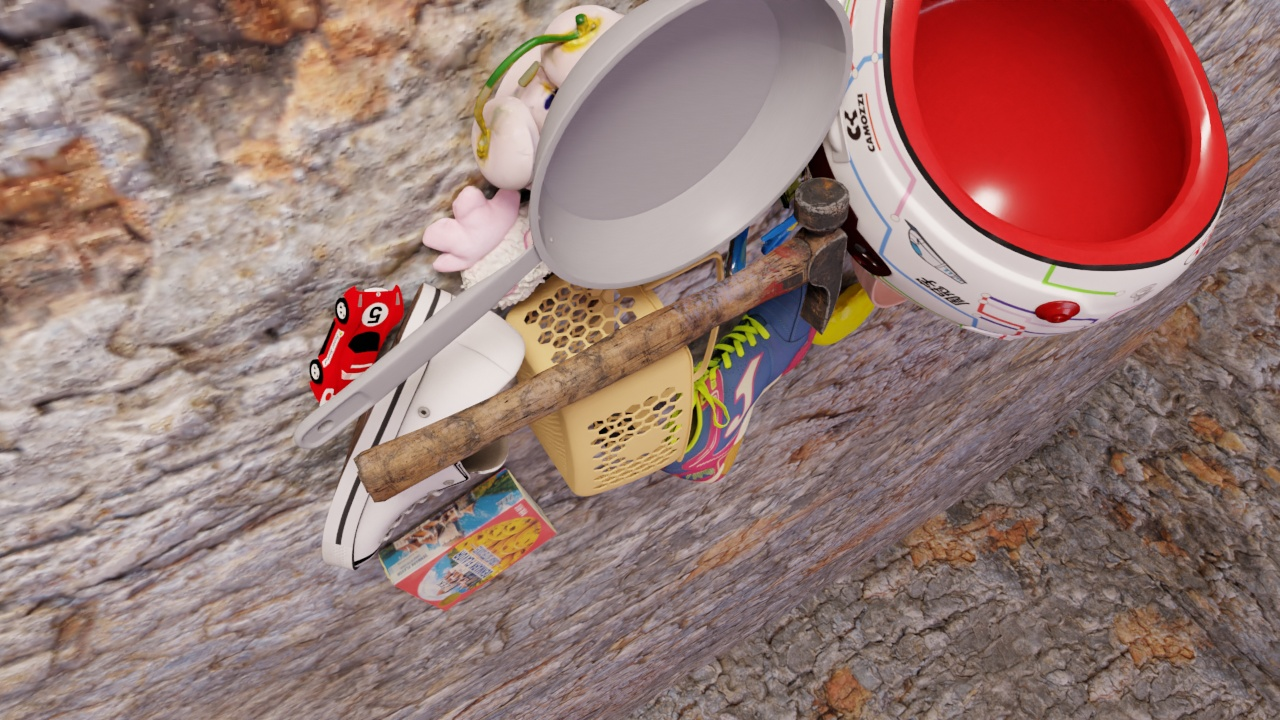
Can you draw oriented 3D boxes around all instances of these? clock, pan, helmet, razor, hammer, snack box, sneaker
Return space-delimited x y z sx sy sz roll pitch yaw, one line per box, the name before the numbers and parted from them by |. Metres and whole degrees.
clock | -0.032 -0.137 0.517 0.117 0.059 0.157 -44 153 16
pan | -0.039 -0.073 0.486 0.356 0.050 0.201 -34 155 -3
helmet | 0.230 -0.152 0.631 0.231 0.314 0.236 -54 -165 -4
razor | 0.169 -0.181 0.749 0.144 0.021 0.044 -41 155 4
hammer | -0.011 0.002 0.557 0.329 0.033 0.120 -27 141 -16
snack box | -0.166 0.181 0.911 0.145 0.040 0.143 -34 156 -7
sneaker | 0.088 0.010 0.873 0.091 0.116 0.242 20 104 -33
razor | 0.078 -0.124 0.661 0.043 0.018 0.141 7 97 -56
sneaker | -0.144 0.058 0.627 0.097 0.091 0.246 21 123 -17

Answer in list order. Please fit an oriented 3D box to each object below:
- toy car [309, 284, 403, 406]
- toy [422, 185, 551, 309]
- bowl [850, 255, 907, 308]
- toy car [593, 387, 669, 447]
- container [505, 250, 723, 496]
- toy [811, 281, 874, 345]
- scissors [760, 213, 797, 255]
toy car | -0.180 -0.010 0.583 0.038 0.025 0.090 -8 142 -46
toy | -0.088 -0.071 0.584 0.096 0.041 0.108 -42 149 14
bowl | 0.259 -0.129 0.886 0.152 0.076 0.153 -28 153 -16
toy car | -0.010 0.040 0.872 0.092 0.042 0.036 -45 129 15
container | -0.004 0.004 0.710 0.166 0.129 0.184 -29 154 -17
toy | 0.221 -0.051 1.003 0.095 0.041 0.094 -38 166 -2
scissors | 0.141 -0.129 0.780 0.130 0.013 0.126 -42 174 -24
